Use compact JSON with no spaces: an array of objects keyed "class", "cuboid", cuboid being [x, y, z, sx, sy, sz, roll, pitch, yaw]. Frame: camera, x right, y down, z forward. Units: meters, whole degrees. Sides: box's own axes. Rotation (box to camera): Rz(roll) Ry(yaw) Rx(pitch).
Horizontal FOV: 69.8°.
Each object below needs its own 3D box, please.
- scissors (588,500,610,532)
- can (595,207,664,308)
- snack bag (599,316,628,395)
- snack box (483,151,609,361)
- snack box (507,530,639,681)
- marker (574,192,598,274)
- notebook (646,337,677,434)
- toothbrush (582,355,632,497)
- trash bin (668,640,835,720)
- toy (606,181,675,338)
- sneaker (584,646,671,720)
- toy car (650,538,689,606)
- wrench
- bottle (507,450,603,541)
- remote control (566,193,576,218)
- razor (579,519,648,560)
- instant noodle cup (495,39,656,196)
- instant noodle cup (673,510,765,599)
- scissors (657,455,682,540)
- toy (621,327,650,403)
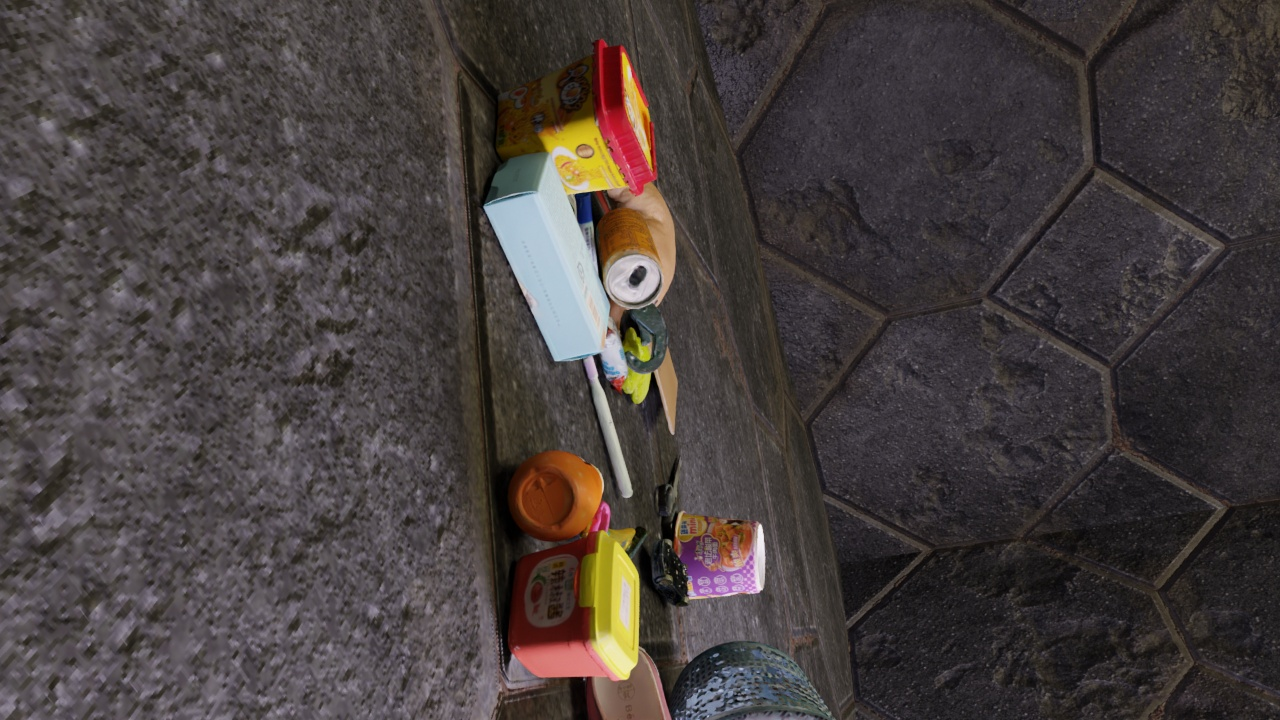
[{"class":"scissors","cuboid":[-0.044,0.171,0.743,0.135,0.017,0.108,-47,143,-64]},{"class":"can","cuboid":[-0.012,-0.104,0.912,0.145,0.058,0.058,-102,174,-63]},{"class":"snack bag","cuboid":[-0.031,-0.011,0.953,0.045,0.026,0.105,-98,177,-48]},{"class":"snack box","cuboid":[-0.078,-0.089,0.811,0.074,0.052,0.175,-86,160,-52]},{"class":"snack box","cuboid":[-0.047,0.178,0.654,0.082,0.080,0.091,62,21,-45]},{"class":"marker","cuboid":[-0.052,-0.100,0.933,0.016,0.017,0.146,-77,165,-59]},{"class":"notebook","cuboid":[0.025,-0.006,1.187,0.207,0.008,0.148,-79,155,-74]},{"class":"toothbrush","cuboid":[-0.035,0.049,0.930,0.029,0.020,0.189,-160,-125,-77]},{"class":"trash bin","cuboid":[0.107,0.382,0.878,0.195,0.226,0.226,-95,171,-79]},{"class":"toy","cuboid":[-0.008,-0.120,1.073,0.143,0.083,0.225,26,53,-48]},{"class":"sneaker","cuboid":[0.007,0.335,0.690,0.088,0.118,0.240,92,-15,-73]},{"class":"toy car","cuboid":[0.030,0.234,1.008,0.106,0.031,0.048,63,20,-50]},{"class":"wrench","cuboid":[-0.029,-0.117,0.997,0.016,0.056,0.273,-25,-96,67]},{"class":"bottle","cuboid":[-0.058,0.102,0.724,0.149,0.067,0.066,24,55,-82]},{"class":"remote control","cuboid":[-0.081,-0.175,0.932,0.058,0.021,0.149,54,27,-59]},{"class":"razor","cuboid":[-0.031,0.162,0.839,0.028,0.043,0.132,35,-3,24]},{"class":"instant noodle cup","cuboid":[-0.059,-0.208,0.833,0.116,0.124,0.116,58,24,-54]},{"class":"instant noodle cup","cuboid":[0.098,0.237,1.108,0.111,0.099,0.111,-1,89,-76]},{"class":"scissors","cuboid":[0.043,0.171,1.162,0.175,0.014,0.132,45,37,-71]},{"class":"toy","cuboid":[-0.006,0.006,1.043,0.100,0.031,0.097,-54,144,-72]}]
